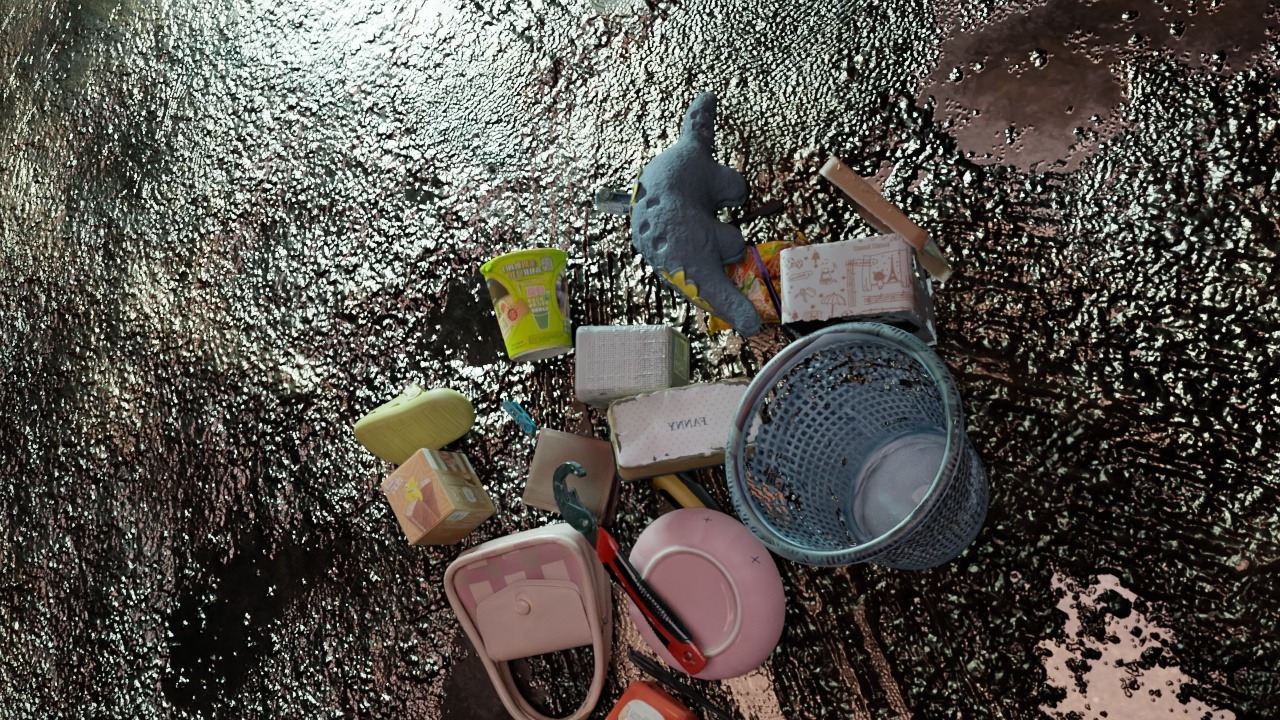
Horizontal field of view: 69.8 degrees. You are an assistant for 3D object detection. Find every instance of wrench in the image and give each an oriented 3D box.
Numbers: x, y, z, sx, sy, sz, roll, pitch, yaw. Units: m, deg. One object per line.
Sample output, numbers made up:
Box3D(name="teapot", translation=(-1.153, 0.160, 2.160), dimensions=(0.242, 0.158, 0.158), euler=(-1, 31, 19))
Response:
Box3D(name="wrench", translation=(-0.018, 0.227, 1.011), dimensions=(0.056, 0.016, 0.273), euler=(-47, 69, 27))

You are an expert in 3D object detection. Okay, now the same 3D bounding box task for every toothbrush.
Box3D(name="toothbrush", translation=(0.057, 0.373, 1.019), dimensions=(0.181, 0.018, 0.015), euler=(26, 94, 28))
Box3D(name="toothbrush", translation=(0.155, -0.049, 1.013), dimensions=(0.017, 0.014, 0.189), euler=(-17, 100, 47))
Box3D(name="toothbrush", translation=(0.087, -0.152, 1.107), dimensions=(0.190, 0.016, 0.014), euler=(-22, 81, 23))

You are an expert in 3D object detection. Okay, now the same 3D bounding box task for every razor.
Box3D(name="razor", translation=(0.044, 0.151, 1.048), dimensions=(0.067, 0.062, 0.167), euler=(-39, 68, -21))

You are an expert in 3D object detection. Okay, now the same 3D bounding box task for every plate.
Box3D(name="plate", translation=(0.061, 0.259, 0.999), dimensions=(0.193, 0.039, 0.192), euler=(3, 96, 30))

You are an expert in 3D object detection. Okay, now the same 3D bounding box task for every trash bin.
Box3D(name="trash bin", translation=(0.225, 0.105, 0.873), dimensions=(0.227, 0.195, 0.226), euler=(-20, 55, 31))

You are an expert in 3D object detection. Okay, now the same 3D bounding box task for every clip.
Box3D(name="clip", translation=(-0.153, 0.072, 1.172), dimensions=(0.014, 0.040, 0.056), euler=(-46, 73, 11))

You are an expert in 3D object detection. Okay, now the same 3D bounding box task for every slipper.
Box3D(name="slipper", translation=(-0.289, 0.075, 1.210), dimensions=(0.191, 0.091, 0.081), euler=(-21, 32, 30))

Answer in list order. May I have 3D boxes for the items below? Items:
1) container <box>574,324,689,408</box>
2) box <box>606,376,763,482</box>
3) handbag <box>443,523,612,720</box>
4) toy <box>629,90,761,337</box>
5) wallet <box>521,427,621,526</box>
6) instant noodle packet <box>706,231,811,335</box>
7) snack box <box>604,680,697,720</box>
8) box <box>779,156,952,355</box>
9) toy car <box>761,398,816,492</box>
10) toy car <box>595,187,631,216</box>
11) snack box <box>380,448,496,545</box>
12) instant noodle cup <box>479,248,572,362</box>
Box3D(name="container", translation=(-0.006, 0.006, 1.078), dimensions=(0.114, 0.090, 0.090), euler=(-3, 79, 22))
Box3D(name="box", translation=(0.044, 0.078, 1.017), dimensions=(0.184, 0.061, 0.089), euler=(-8, 70, -1))
Box3D(name="handbag", translation=(-0.118, 0.318, 1.081), dimensions=(0.194, 0.093, 0.234), euler=(-18, 80, 22))
Box3D(name="toy", translation=(0.057, -0.172, 1.056), dimensions=(0.138, 0.091, 0.355), euler=(-8, 59, 8))
Box3D(name="wallet", translation=(-0.081, 0.140, 1.121), dimensions=(0.125, 0.032, 0.101), euler=(10, 81, 26))
Box3D(name="instant noodle packet", translation=(0.133, -0.088, 1.056), dimensions=(0.129, 0.044, 0.110), euler=(-6, 73, 24))
Box3D(name="snack box", translation=(0.009, 0.402, 1.001), dimensions=(0.091, 0.082, 0.080), euler=(28, 83, 26))
Box3D(name="box", translation=(0.232, -0.112, 0.936), dimensions=(0.153, 0.182, 0.177), euler=(-7, 77, 23))
Box3D(name="toy car", translation=(0.168, 0.093, 1.010), dimensions=(0.049, 0.031, 0.105), euler=(18, 90, 23))
Box3D(name="toy car", translation=(-0.013, -0.197, 1.145), dimensions=(0.091, 0.042, 0.034), euler=(10, 98, 26))
Box3D(name="snack box", translation=(-0.255, 0.173, 1.159), dimensions=(0.077, 0.092, 0.094), euler=(-40, 67, 13))
Box3D(name="instant noodle cup", translation=(-0.134, -0.065, 1.146), dimensions=(0.112, 0.111, 0.123), euler=(-15, 81, 22))
